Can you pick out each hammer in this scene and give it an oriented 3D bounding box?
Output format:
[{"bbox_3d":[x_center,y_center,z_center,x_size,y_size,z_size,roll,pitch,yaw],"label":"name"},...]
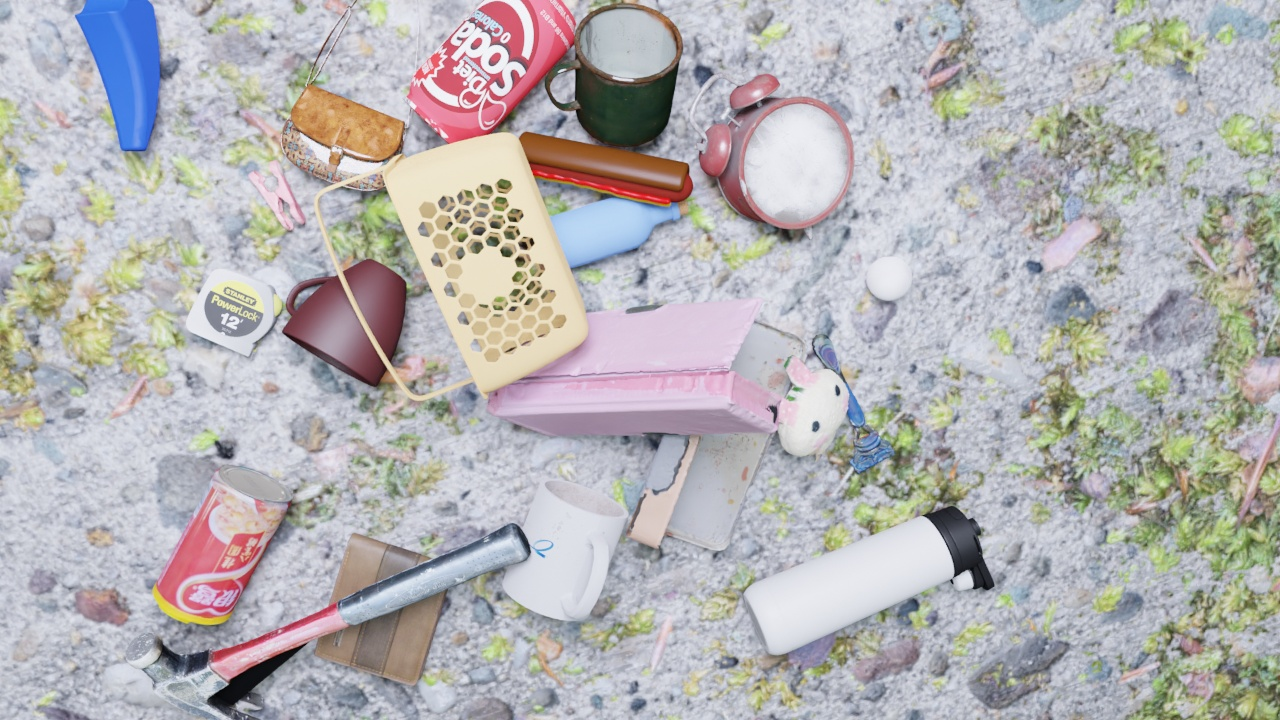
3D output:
[{"bbox_3d":[-0.244,0.219,0.775,0.326,0.036,0.140,-23,131,1],"label":"hammer"}]

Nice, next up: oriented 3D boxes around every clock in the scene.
[{"bbox_3d":[0.107,-0.182,0.789,0.156,0.062,0.110,33,93,-25],"label":"clock"}]

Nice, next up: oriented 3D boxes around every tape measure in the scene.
[{"bbox_3d":[-0.342,-0.041,0.776,0.064,0.017,0.065,25,95,-11],"label":"tape measure"}]

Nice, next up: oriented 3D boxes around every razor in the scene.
[{"bbox_3d":[0.194,0.039,0.860,0.044,0.018,0.141,-28,101,-2],"label":"razor"}]

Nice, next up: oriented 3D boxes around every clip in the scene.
[{"bbox_3d":[-0.306,-0.136,0.765,0.044,0.023,0.060,-7,98,-2],"label":"clip"}]

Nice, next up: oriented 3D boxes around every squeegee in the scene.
[{"bbox_3d":[-0.406,-0.258,0.716,0.249,0.055,0.185,-1,99,10],"label":"squeegee"}]

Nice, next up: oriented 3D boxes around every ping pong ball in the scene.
[{"bbox_3d":[0.226,-0.075,0.836,0.040,0.040,0.040,-1,99,-8],"label":"ping pong ball"}]

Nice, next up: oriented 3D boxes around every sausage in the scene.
[{"bbox_3d":[-0.032,-0.160,0.770,0.155,0.040,0.040,12,97,6],"label":"sausage"}]

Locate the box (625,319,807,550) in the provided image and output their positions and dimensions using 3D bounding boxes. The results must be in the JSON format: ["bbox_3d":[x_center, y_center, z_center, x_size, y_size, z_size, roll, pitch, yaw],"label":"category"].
[{"bbox_3d":[0.071,0.068,0.816,0.096,0.114,0.217,21,95,10],"label":"box"}]

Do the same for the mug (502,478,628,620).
[{"bbox_3d":[-0.059,0.170,0.795,0.083,0.120,0.096,18,96,-28],"label":"mug"}]

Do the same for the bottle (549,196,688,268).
[{"bbox_3d":[-0.022,-0.116,0.792,0.131,0.048,0.048,-18,100,-5],"label":"bottle"}]

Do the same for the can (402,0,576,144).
[{"bbox_3d":[-0.121,-0.242,0.746,0.074,0.074,0.142,43,91,-11],"label":"can"}]

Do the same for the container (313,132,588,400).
[{"bbox_3d":[-0.144,-0.069,0.708,0.167,0.129,0.183,-20,111,1],"label":"container"}]

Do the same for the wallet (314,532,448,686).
[{"bbox_3d":[-0.230,0.226,0.829,0.098,0.027,0.121,18,97,-5],"label":"wallet"}]

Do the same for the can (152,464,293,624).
[{"bbox_3d":[-0.354,0.156,0.779,0.066,0.066,0.124,29,94,-11],"label":"can"}]

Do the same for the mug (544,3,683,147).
[{"bbox_3d":[-0.025,-0.225,0.743,0.111,0.081,0.085,-18,65,-14],"label":"mug"}]

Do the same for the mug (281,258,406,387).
[{"bbox_3d":[-0.246,-0.043,0.767,0.114,0.087,0.088,25,76,20],"label":"mug"}]

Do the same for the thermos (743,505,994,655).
[{"bbox_3d":[0.219,0.217,0.870,0.230,0.068,0.101,-22,114,-5],"label":"thermos"}]

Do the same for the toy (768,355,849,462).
[{"bbox_3d":[0.155,0.049,0.827,0.112,0.050,0.087,50,65,-24],"label":"toy"}]

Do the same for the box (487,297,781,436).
[{"bbox_3d":[-0.005,0.001,0.743,0.099,0.233,0.106,29,64,-50],"label":"box"}]

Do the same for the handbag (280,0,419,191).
[{"bbox_3d":[-0.223,-0.239,0.754,0.093,0.043,0.196,20,92,-12],"label":"handbag"}]
